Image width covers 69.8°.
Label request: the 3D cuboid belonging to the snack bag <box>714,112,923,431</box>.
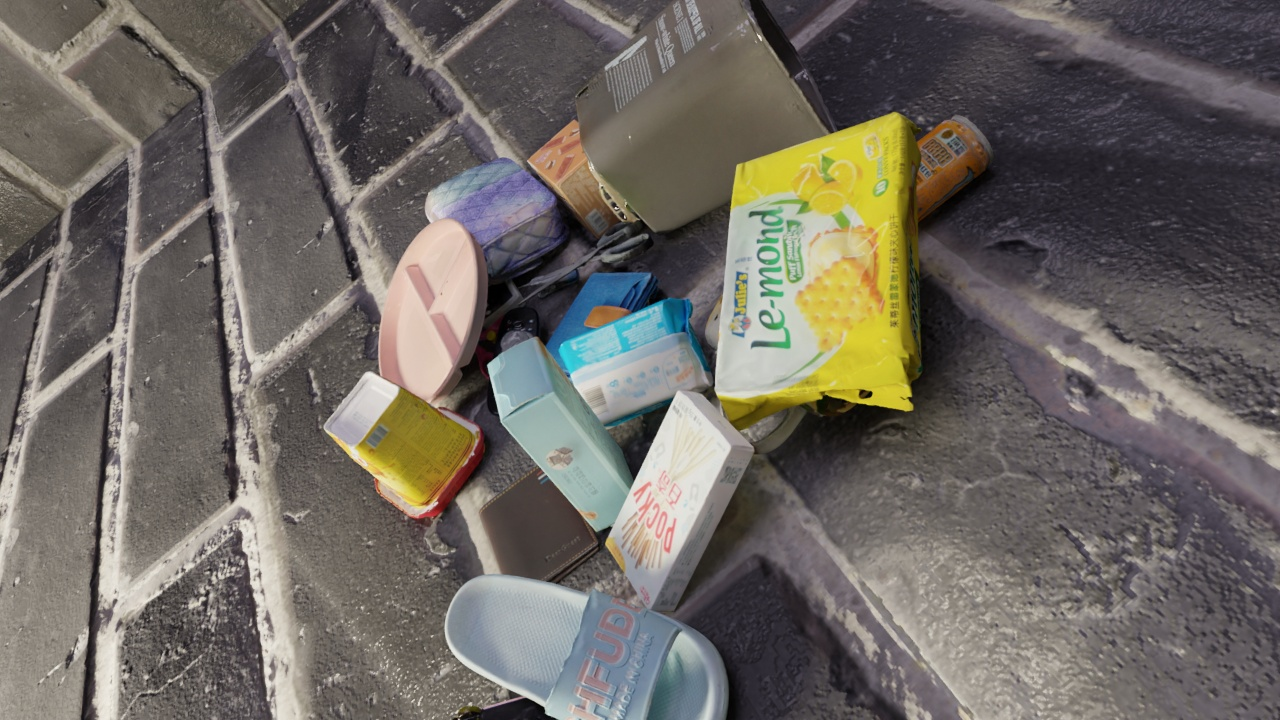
[{"bbox_3d":[0.145,-0.069,0.717,0.158,0.068,0.246,-11,61,38],"label":"snack bag"}]

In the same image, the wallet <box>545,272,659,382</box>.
[{"bbox_3d":[-0.046,-0.036,0.961,0.106,0.040,0.132,7,60,46],"label":"wallet"}]

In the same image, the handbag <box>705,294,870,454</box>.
[{"bbox_3d":[0.126,-0.005,0.788,0.178,0.063,0.163,-53,42,-1],"label":"handbag"}]

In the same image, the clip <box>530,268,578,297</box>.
[{"bbox_3d":[-0.099,-0.093,1.064,0.057,0.029,0.024,-21,46,12],"label":"clip"}]

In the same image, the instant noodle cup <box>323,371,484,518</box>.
[{"bbox_3d":[-0.245,0.082,0.943,0.116,0.123,0.116,20,69,46],"label":"instant noodle cup"}]

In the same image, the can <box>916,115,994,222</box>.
[{"bbox_3d":[0.240,-0.153,0.824,0.146,0.058,0.058,-38,41,4],"label":"can"}]

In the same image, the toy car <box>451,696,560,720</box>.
[{"bbox_3d":[-0.098,0.292,0.714,0.122,0.037,0.056,-18,45,7],"label":"toy car"}]

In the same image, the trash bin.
[{"bbox_3d":[0.063,-0.270,0.971,0.220,0.198,0.198,-30,42,22],"label":"trash bin"}]

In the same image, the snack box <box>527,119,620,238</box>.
[{"bbox_3d":[-0.064,-0.215,1.086,0.077,0.093,0.094,-42,40,-2],"label":"snack box"}]

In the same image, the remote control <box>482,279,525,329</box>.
[{"bbox_3d":[-0.187,-0.091,1.127,0.058,0.021,0.150,-40,40,2],"label":"remote control"}]

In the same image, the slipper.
[{"bbox_3d":[-0.047,0.216,0.682,0.246,0.074,0.103,13,63,27],"label":"slipper"}]

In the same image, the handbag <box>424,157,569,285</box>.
[{"bbox_3d":[-0.180,-0.175,1.143,0.134,0.076,0.194,-29,40,-12],"label":"handbag"}]

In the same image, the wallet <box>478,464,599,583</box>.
[{"bbox_3d":[-0.096,0.156,0.844,0.096,0.020,0.122,-38,43,3],"label":"wallet"}]

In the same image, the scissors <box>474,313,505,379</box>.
[{"bbox_3d":[-0.192,-0.012,1.056,0.136,0.017,0.105,-12,63,25],"label":"scissors"}]

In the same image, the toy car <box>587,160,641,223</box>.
[{"bbox_3d":[-0.029,-0.195,1.021,0.035,0.090,0.042,-29,27,20],"label":"toy car"}]

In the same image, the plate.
[{"bbox_3d":[-0.242,-0.052,1.066,0.230,0.028,0.229,-18,66,46],"label":"plate"}]

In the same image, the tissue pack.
[{"bbox_3d":[-0.005,0.005,0.852,0.140,0.063,0.090,-22,80,19],"label":"tissue pack"}]

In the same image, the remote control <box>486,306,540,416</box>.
[{"bbox_3d":[-0.135,0.003,0.996,0.053,0.024,0.136,-5,58,16],"label":"remote control"}]

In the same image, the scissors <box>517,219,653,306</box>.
[{"bbox_3d":[-0.058,-0.113,1.029,0.160,0.014,0.173,1,42,45],"label":"scissors"}]

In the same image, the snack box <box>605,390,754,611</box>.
[{"bbox_3d":[0.028,0.111,0.725,0.084,0.026,0.157,48,119,50],"label":"snack box"}]

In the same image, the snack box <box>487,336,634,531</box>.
[{"bbox_3d":[-0.062,0.066,0.777,0.051,0.175,0.074,-29,41,5],"label":"snack box"}]
